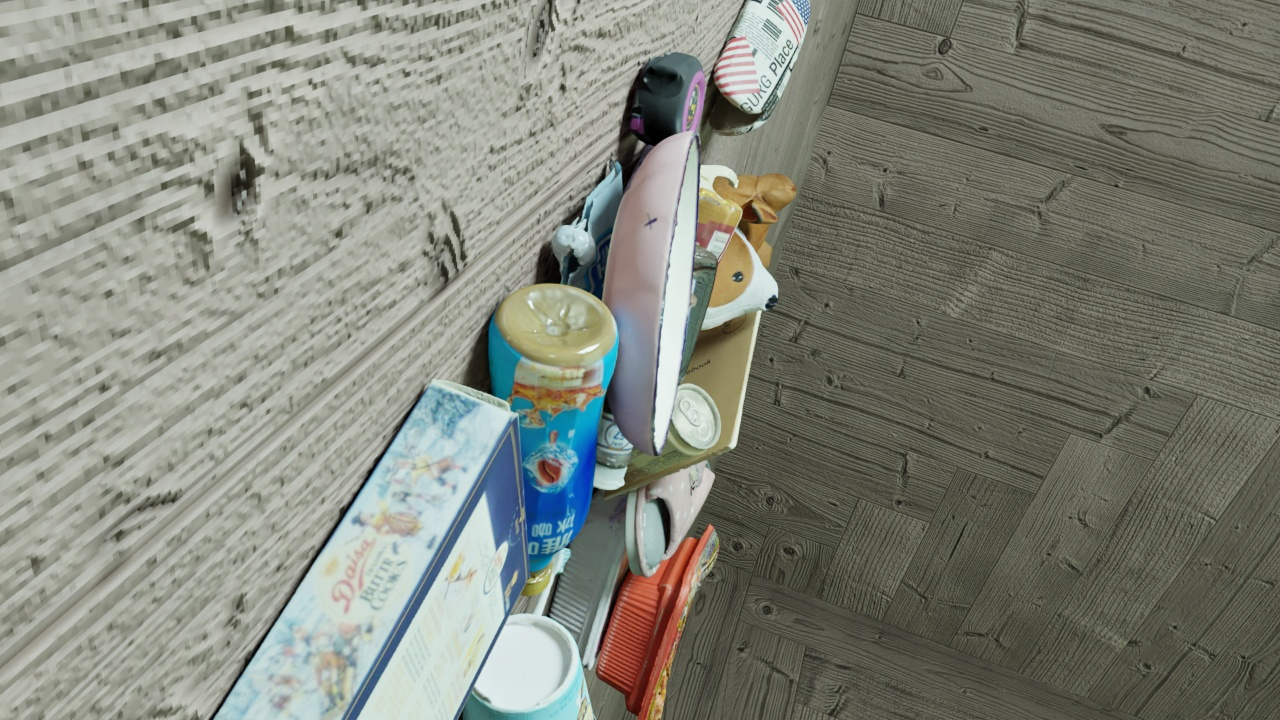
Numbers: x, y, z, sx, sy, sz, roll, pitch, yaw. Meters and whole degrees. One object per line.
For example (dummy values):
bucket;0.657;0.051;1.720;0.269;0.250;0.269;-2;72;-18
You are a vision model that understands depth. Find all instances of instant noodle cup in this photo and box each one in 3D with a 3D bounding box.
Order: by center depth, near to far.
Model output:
instant noodle cup;-0.082;0.249;0.657;0.111;0.111;0.121;-61;159;-48
instant noodle cup;-0.040;0.205;0.928;0.137;0.060;0.174;-42;151;-72
instant noodle cup;0.015;0.268;0.942;0.164;0.079;0.189;-42;148;-71

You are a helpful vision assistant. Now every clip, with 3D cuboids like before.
clip;0.054;-0.149;0.754;0.102;0.094;0.035;136;-27;-86

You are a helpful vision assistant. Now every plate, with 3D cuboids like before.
plate;0.006;-0.040;0.549;0.192;0.039;0.192;9;88;-84

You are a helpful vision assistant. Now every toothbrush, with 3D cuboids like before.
toothbrush;-0.105;0.262;0.766;0.027;0.026;0.224;32;76;-55

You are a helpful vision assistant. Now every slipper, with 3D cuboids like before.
slipper;0.040;0.099;0.903;0.273;0.054;0.114;-68;154;-51

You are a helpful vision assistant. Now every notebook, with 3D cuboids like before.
notebook;0.043;0.031;0.856;0.148;0.008;0.207;-27;-151;34

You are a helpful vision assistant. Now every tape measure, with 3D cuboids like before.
tape measure;0.016;-0.164;0.582;0.056;0.039;0.058;-58;159;-54

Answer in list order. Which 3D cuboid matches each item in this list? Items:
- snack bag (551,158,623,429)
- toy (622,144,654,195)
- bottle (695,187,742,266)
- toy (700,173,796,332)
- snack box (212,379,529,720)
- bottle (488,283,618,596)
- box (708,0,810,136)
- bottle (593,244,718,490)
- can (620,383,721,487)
snack bag;-0.036;-0.020;0.574;0.110;0.039;0.191;-52;156;-53
toy;0.016;-0.132;0.639;0.084;0.039;0.107;98;16;-48
bottle;0.020;-0.052;0.728;0.175;0.057;0.057;-65;173;15
toy;0.076;-0.090;0.858;0.199;0.130;0.140;-48;159;-44
snack box;-0.109;0.132;0.418;0.178;0.046;0.182;96;15;-53
bottle;-0.057;0.059;0.518;0.065;0.065;0.219;-61;167;-47
box;0.106;-0.286;0.837;0.162;0.076;0.088;-63;144;-26
bottle;-0.004;0.004;0.686;0.044;0.079;0.195;46;-58;58
can;0.007;0.064;0.760;0.117;0.058;0.058;-28;-155;43
